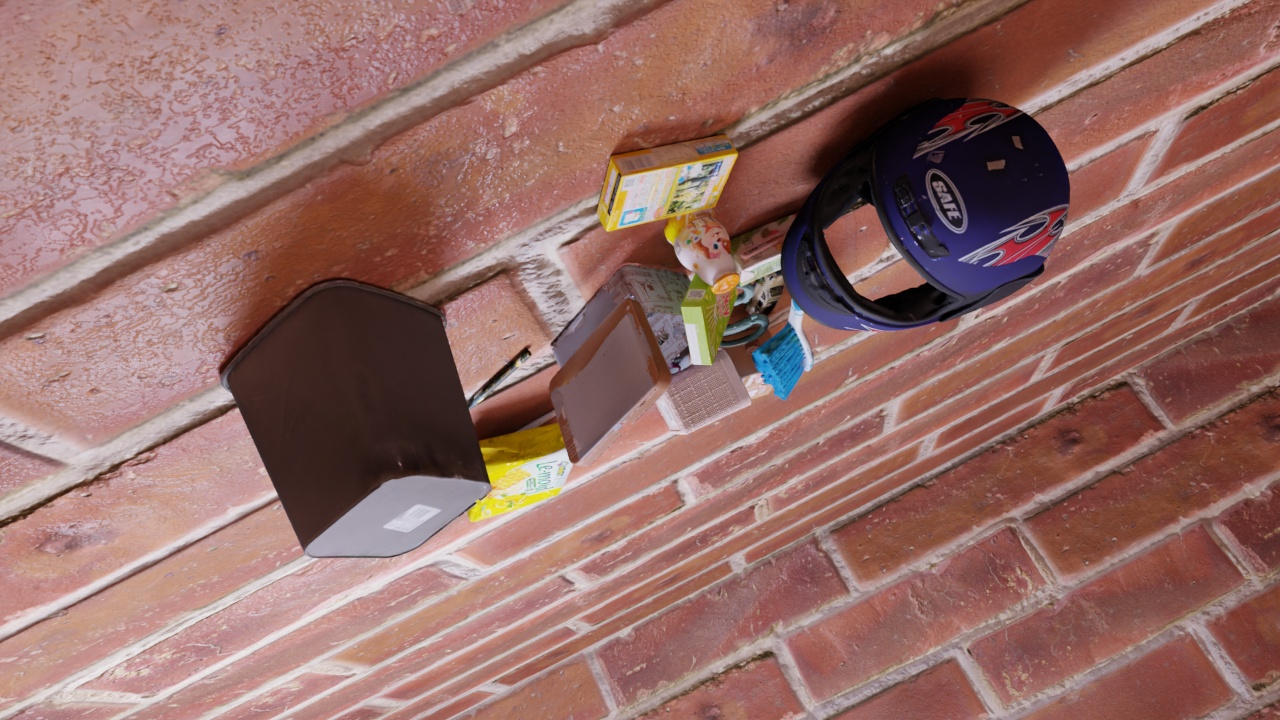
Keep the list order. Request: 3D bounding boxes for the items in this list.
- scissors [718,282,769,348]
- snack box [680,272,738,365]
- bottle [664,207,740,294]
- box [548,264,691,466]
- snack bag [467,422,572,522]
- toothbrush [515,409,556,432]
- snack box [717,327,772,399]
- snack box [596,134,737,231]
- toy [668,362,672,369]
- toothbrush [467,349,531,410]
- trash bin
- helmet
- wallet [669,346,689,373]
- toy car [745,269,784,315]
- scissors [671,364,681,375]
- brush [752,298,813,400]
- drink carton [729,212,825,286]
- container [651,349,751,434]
[{"bbox_3d":[0.092,-0.060,1.282,0.179,0.019,0.161,-10,138,0],"label":"scissors"},{"bbox_3d":[0.085,-0.074,1.099,0.026,0.156,0.086,1,127,19],"label":"snack box"},{"bbox_3d":[0.073,-0.127,1.042,0.063,0.108,0.063,-23,156,-11],"label":"bottle"},{"bbox_3d":[-0.002,0.006,1.140,0.157,0.217,0.181,14,132,-39],"label":"box"},{"bbox_3d":[-0.186,0.162,1.380,0.157,0.068,0.247,-15,158,-21],"label":"snack bag"},{"bbox_3d":[-0.118,0.076,1.357,0.180,0.016,0.016,-29,152,8],"label":"toothbrush"},{"bbox_3d":[0.161,0.010,1.437,0.092,0.077,0.095,-16,154,-24],"label":"snack box"},{"bbox_3d":[0.027,-0.188,0.971,0.140,0.033,0.087,-15,153,-22],"label":"snack box"},{"bbox_3d":[0.036,-0.031,1.269,0.083,0.038,0.108,20,128,-28],"label":"toy"},{"bbox_3d":[-0.208,0.042,1.207,0.186,0.012,0.017,-39,142,25],"label":"toothbrush"},{"bbox_3d":[-0.279,0.070,0.944,0.199,0.219,0.198,-38,154,19],"label":"trash bin"},{"bbox_3d":[0.338,-0.169,1.050,0.314,0.247,0.241,-26,175,-22],"label":"helmet"},{"bbox_3d":[0.030,0.008,1.376,0.097,0.019,0.121,-24,154,-11],"label":"wallet"},{"bbox_3d":[0.181,-0.097,1.299,0.042,0.035,0.091,-16,151,-26],"label":"toy car"},{"bbox_3d":[0.014,0.012,1.333,0.072,0.017,0.137,-37,148,13],"label":"scissors"},{"bbox_3d":[0.203,-0.043,1.263,0.109,0.060,0.314,-41,153,-4],"label":"brush"},{"bbox_3d":[0.170,-0.146,1.170,0.122,0.053,0.046,-23,153,-10],"label":"drink carton"},{"bbox_3d":[0.084,0.050,1.333,0.110,0.090,0.090,-27,-178,-12],"label":"container"}]
